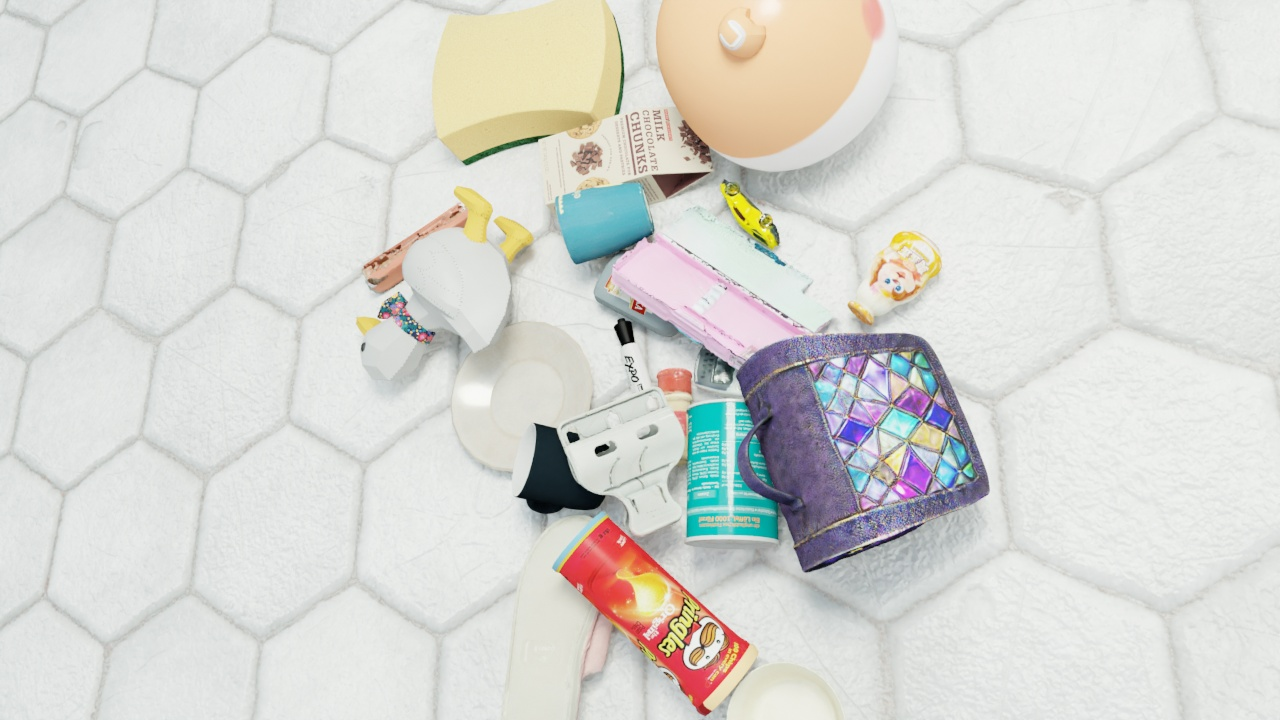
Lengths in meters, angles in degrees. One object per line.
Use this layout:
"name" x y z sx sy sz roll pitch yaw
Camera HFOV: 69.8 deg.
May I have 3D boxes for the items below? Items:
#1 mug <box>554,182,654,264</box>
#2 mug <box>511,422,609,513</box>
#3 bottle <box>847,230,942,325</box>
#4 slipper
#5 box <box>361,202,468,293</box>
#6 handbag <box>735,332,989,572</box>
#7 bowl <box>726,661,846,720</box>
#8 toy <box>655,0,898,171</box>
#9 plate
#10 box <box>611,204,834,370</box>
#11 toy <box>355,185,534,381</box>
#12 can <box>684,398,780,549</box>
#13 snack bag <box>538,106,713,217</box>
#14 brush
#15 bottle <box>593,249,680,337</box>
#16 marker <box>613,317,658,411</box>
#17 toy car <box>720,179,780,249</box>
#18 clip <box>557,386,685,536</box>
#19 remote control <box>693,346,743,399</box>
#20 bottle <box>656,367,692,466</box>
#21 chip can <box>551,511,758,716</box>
"mug" -0.038 -0.170 1.112 0.104 0.112 0.084 -15 94 7
"mug" -0.094 0.134 1.044 0.085 0.094 0.122 -95 27 -48
"bottle" 0.275 -0.088 1.000 0.108 0.063 0.063 -47 65 1
"slipper" -0.088 0.304 1.008 0.114 0.054 0.273 1 64 24
"box" -0.295 -0.158 1.234 0.187 0.058 0.053 -31 36 7
"handbag" 0.195 0.083 0.888 0.221 0.126 0.204 -8 68 -23
"bowl" 0.148 0.357 0.905 0.115 0.062 0.115 -6 72 17
"toy" 0.145 -0.354 1.013 0.266 0.280 0.262 -37 64 27
"plate" -0.144 0.044 1.125 0.189 0.027 0.188 -6 72 18
"box" 0.101 -0.083 1.046 0.230 0.035 0.158 36 60 19
"toy" -0.243 -0.074 1.137 0.247 0.141 0.267 33 89 45
"can" 0.097 0.123 0.976 0.099 0.099 0.143 -4 72 18
"snack bag" -0.015 -0.248 1.148 0.207 0.070 0.094 -14 69 15
"brush" -0.151 -0.382 1.235 0.250 0.075 0.194 -5 72 18
"bottle" 0.026 -0.069 1.090 0.161 0.046 0.072 29 83 25
"marker" -0.006 0.006 1.090 0.025 0.025 0.125 -22 68 12
"toy car" 0.128 -0.173 1.087 0.030 0.049 0.107 -41 64 5
"clip" -0.008 0.113 0.976 0.125 0.082 0.147 -20 84 -9
"remote control" 0.118 0.014 1.042 0.114 0.028 0.060 8 76 22
"bottle" 0.040 0.064 1.046 0.044 0.044 0.109 -6 72 18
"chip can" 0.014 0.257 0.944 0.213 0.087 0.087 41 90 11
